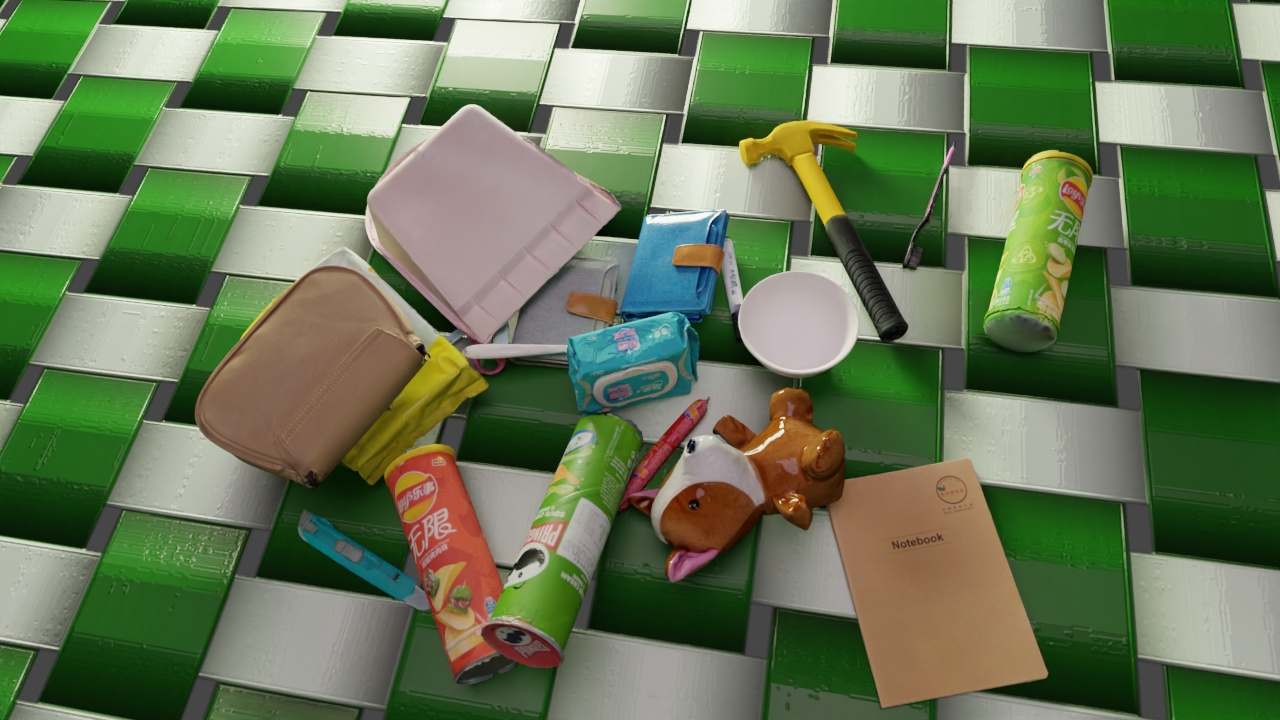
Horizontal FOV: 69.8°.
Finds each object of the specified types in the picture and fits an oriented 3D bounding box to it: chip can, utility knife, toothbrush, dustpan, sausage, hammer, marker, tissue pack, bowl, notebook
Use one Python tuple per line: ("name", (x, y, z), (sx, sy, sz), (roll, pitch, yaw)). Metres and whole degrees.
("chip can", (-0.063, 0.153, 0.825), (0.072, 0.072, 0.235), (13, 48, 12))
("utility knife", (-0.155, -0.097, 1.015), (0.034, 0.018, 0.218), (-8, 55, 4))
("toothbrush", (-0.094, -0.012, 0.944), (0.180, 0.016, 0.016), (-2, 73, -1))
("chip can", (-0.174, 0.185, 0.851), (0.073, 0.073, 0.216), (-23, 63, -7))
("dustpan", (-0.187, -0.166, 1.049), (0.222, 0.139, 0.273), (-44, 86, -12))
("utility knife", (-0.268, 0.194, 0.888), (0.176, 0.013, 0.029), (26, 69, 18))
("sausage", (0.020, 0.092, 0.911), (0.020, 0.020, 0.155), (34, 70, 21))
("toothbrush", (0.328, -0.175, 1.026), (0.018, 0.014, 0.188), (25, 66, 6))
("hammer", (0.218, -0.151, 1.013), (0.129, 0.033, 0.300), (-18, 62, -3))
("chip can", (0.413, -0.112, 0.950), (0.072, 0.073, 0.220), (17, 65, 14))
("marker", (0.102, -0.079, 0.994), (0.022, 0.018, 0.130), (0, 61, -12))
("tissue pack", (-0.005, 0.005, 0.917), (0.133, 0.093, 0.050), (-15, 57, -2))
("bowl", (0.158, -0.024, 0.932), (0.118, 0.065, 0.118), (-2, 61, 4))
("notebook", (0.262, 0.197, 0.838), (0.148, 0.008, 0.207), (-10, 62, 0))

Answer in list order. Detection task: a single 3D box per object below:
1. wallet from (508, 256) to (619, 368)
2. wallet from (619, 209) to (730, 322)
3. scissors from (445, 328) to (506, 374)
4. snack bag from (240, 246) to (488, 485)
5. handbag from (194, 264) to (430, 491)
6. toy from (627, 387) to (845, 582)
("wallet", (-0.079, -0.055, 0.988), (0.106, 0.037, 0.129), (5, 64, 9))
("wallet", (0.038, -0.103, 0.994), (0.106, 0.040, 0.132), (1, 62, 25))
("scissors", (-0.183, -0.038, 1.003), (0.133, 0.017, 0.133), (-44, 63, -13))
("snack bag", (-0.294, 0.002, 0.958), (0.246, 0.068, 0.158), (41, 77, 22))
("handbag", (-0.303, 0.018, 0.865), (0.148, 0.100, 0.204), (35, 75, 13))
("toy", (0.090, 0.111, 0.840), (0.199, 0.130, 0.140), (-30, 29, 1))
